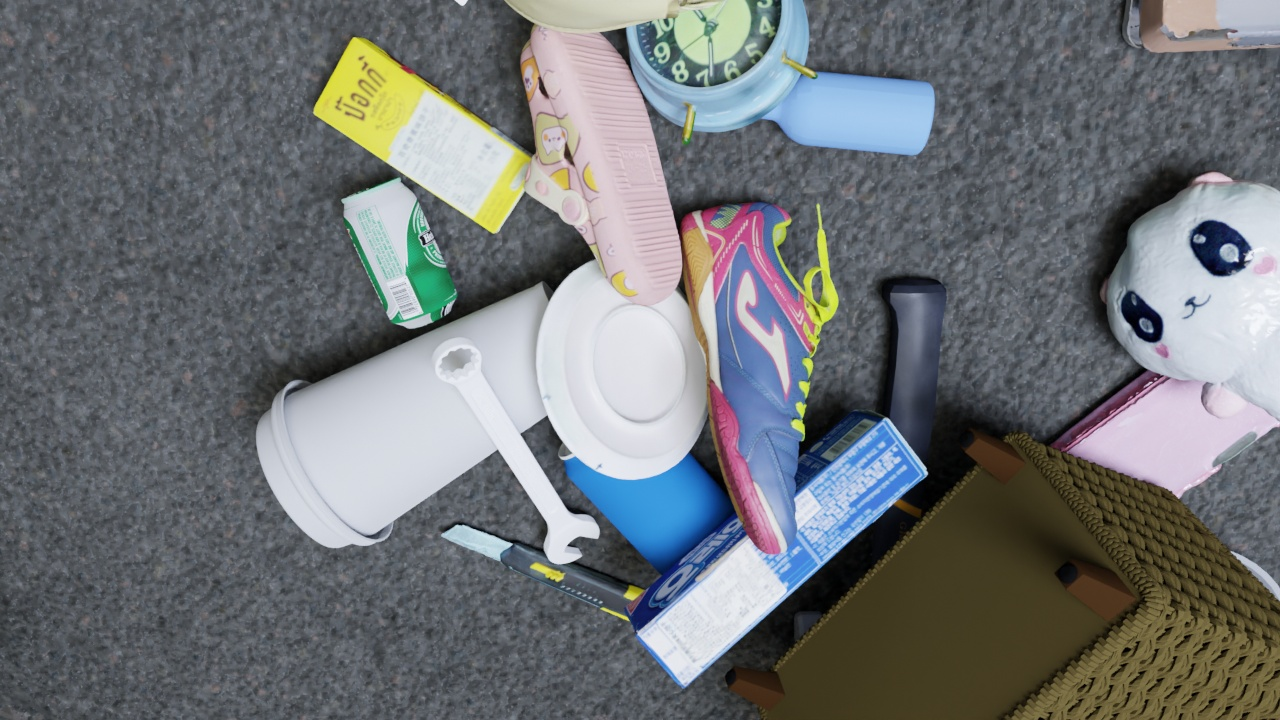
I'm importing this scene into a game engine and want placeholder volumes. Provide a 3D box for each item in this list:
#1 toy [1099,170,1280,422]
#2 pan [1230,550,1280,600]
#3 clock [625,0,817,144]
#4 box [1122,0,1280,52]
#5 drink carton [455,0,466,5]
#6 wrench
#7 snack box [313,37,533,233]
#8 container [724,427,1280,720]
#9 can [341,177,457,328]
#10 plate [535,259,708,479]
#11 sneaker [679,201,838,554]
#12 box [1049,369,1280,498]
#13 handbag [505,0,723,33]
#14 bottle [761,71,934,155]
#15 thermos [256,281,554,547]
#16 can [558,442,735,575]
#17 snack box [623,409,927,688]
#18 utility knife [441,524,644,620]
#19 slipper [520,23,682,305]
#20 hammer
[{"bbox_3d":[0.391,-0.030,0.595,0.101,0.179,0.139,-4,140,-32],"label":"toy"},{"bbox_3d":[0.485,0.207,0.723,0.357,0.050,0.201,-17,107,8],"label":"pan"},{"bbox_3d":[0.039,-0.224,0.580,0.118,0.060,0.162,-27,82,12],"label":"clock"},{"bbox_3d":[0.425,-0.236,0.575,0.216,0.062,0.081,-1,98,2],"label":"box"},{"bbox_3d":[-0.144,-0.295,0.591,0.122,0.038,0.069,36,107,-16],"label":"drink carton"},{"bbox_3d":[-0.082,0.074,0.650,0.047,0.009,0.274,-30,140,-7],"label":"wrench"},{"bbox_3d":[-0.147,-0.156,0.639,0.149,0.025,0.061,34,106,-9],"label":"snack box"},{"bbox_3d":[0.227,0.214,0.620,0.205,0.176,0.322,27,114,-25],"label":"container"},{"bbox_3d":[-0.171,-0.075,0.654,0.053,0.053,0.101,-18,107,8],"label":"can"},{"bbox_3d":[-0.004,0.004,0.636,0.014,0.156,0.157,-10,115,50],"label":"plate"},{"bbox_3d":[0.087,0.003,0.603,0.091,0.116,0.241,-8,72,-2],"label":"sneaker"},{"bbox_3d":[0.414,0.031,0.674,0.233,0.037,0.098,-40,104,15],"label":"box"},{"bbox_3d":[-0.043,-0.303,0.519,0.191,0.088,0.232,-8,88,-1],"label":"handbag"},{"bbox_3d":[0.124,-0.167,0.612,0.131,0.048,0.048,6,109,1],"label":"bottle"},{"bbox_3d":[-0.146,0.033,0.660,0.222,0.131,0.131,-29,105,4],"label":"thermos"},{"bbox_3d":[0.012,0.100,0.693,0.079,0.078,0.146,-38,103,14],"label":"can"},{"bbox_3d":[0.093,0.127,0.641,0.226,0.059,0.059,-40,100,-6],"label":"snack box"},{"bbox_3d":[-0.062,0.179,0.756,0.213,0.020,0.029,23,106,-4],"label":"utility knife"},{"bbox_3d":[-0.035,-0.127,0.613,0.082,0.093,0.197,-16,97,33],"label":"slipper"},{"bbox_3d":[0.194,0.090,0.707,0.139,0.035,0.313,-1,109,1],"label":"hammer"}]
